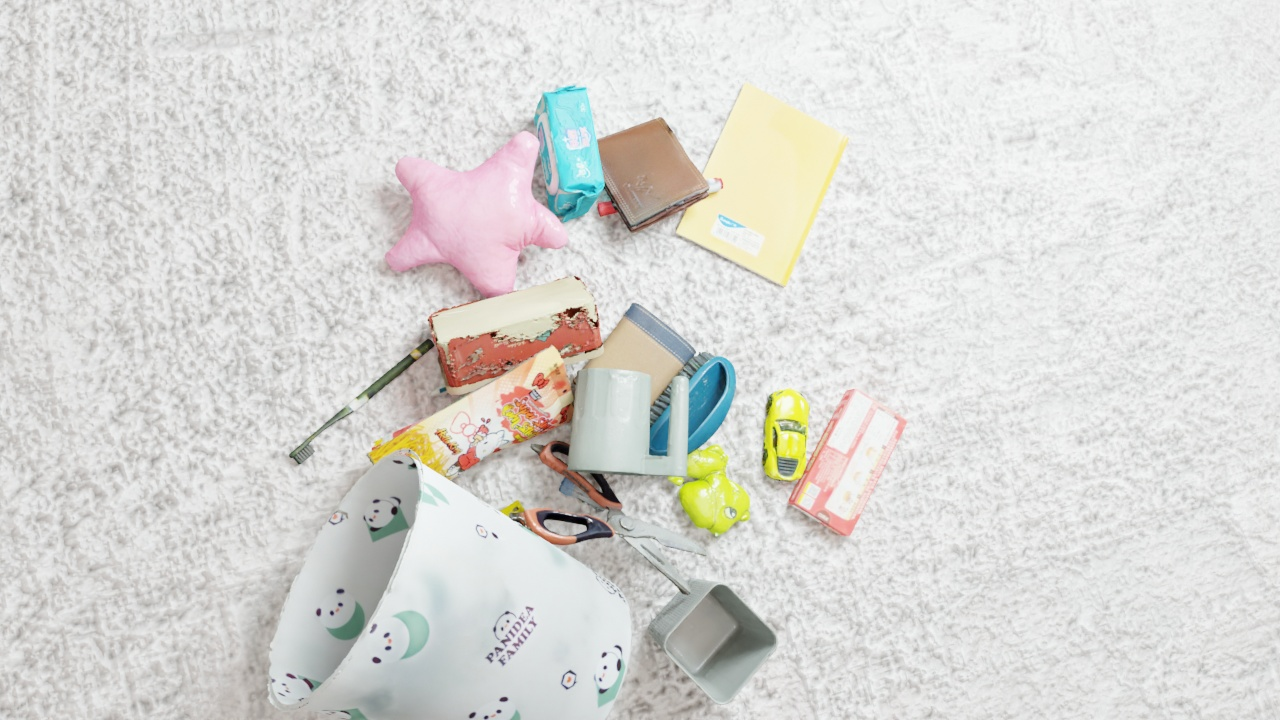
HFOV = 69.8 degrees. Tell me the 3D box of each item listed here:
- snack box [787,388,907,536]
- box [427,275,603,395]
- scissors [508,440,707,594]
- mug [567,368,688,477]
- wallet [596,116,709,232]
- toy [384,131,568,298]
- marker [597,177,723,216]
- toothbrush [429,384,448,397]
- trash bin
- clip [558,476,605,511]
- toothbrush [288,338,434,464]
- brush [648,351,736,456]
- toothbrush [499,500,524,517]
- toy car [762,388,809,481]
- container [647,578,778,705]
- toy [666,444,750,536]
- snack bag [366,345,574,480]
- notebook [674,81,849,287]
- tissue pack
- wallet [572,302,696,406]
[{"bbox_3d":[0.235,0.115,1.039,0.075,0.025,0.152,31,78,-6],"label":"snack box"},{"bbox_3d":[-0.129,-0.034,0.944,0.168,0.091,0.078,-16,120,-12],"label":"box"},{"bbox_3d":[-0.036,0.162,0.948,0.226,0.015,0.188,5,46,-31],"label":"scissors"},{"bbox_3d":[-0.011,0.065,0.934,0.124,0.083,0.103,0,80,16],"label":"mug"},{"bbox_3d":[0.005,-0.210,1.021,0.101,0.032,0.124,-26,68,-9],"label":"wallet"},{"bbox_3d":[-0.178,-0.138,0.971,0.194,0.074,0.178,-14,101,1],"label":"toy"},{"bbox_3d":[0.023,-0.185,1.036,0.145,0.017,0.017,-13,85,-7],"label":"marker"},{"bbox_3d":[-0.135,0.007,0.989,0.191,0.016,0.018,-21,97,-13],"label":"toothbrush"},{"bbox_3d":[-0.160,0.237,0.828,0.251,0.230,0.229,34,77,-29],"label":"trash bin"},{"bbox_3d":[-0.059,0.143,0.983,0.058,0.036,0.025,31,72,-6],"label":"clip"},{"bbox_3d":[-0.287,0.042,0.957,0.185,0.012,0.017,-42,98,-13],"label":"toothbrush"},{"bbox_3d":[0.054,0.056,0.985,0.143,0.073,0.055,-49,134,-12],"label":"brush"},{"bbox_3d":[-0.203,0.203,0.949,0.190,0.017,0.015,-33,90,-13],"label":"toothbrush"},{"bbox_3d":[0.165,0.083,1.027,0.048,0.032,0.105,7,80,-9],"label":"toy car"},{"bbox_3d":[0.068,0.280,0.940,0.090,0.114,0.090,-44,92,-13],"label":"container"},{"bbox_3d":[0.074,0.141,1.003,0.096,0.031,0.100,4,77,-10],"label":"toy"},{"bbox_3d":[-0.164,0.069,0.927,0.207,0.129,0.073,-26,58,-9],"label":"snack bag"},{"bbox_3d":[0.145,-0.207,1.072,0.146,0.010,0.206,25,79,-7],"label":"notebook"},{"bbox_3d":[-0.079,-0.220,0.989,0.050,0.093,0.133,-9,84,-16],"label":"tissue pack"},{"bbox_3d":[-0.006,0.006,1.006,0.090,0.033,0.115,38,79,-1],"label":"wallet"}]
